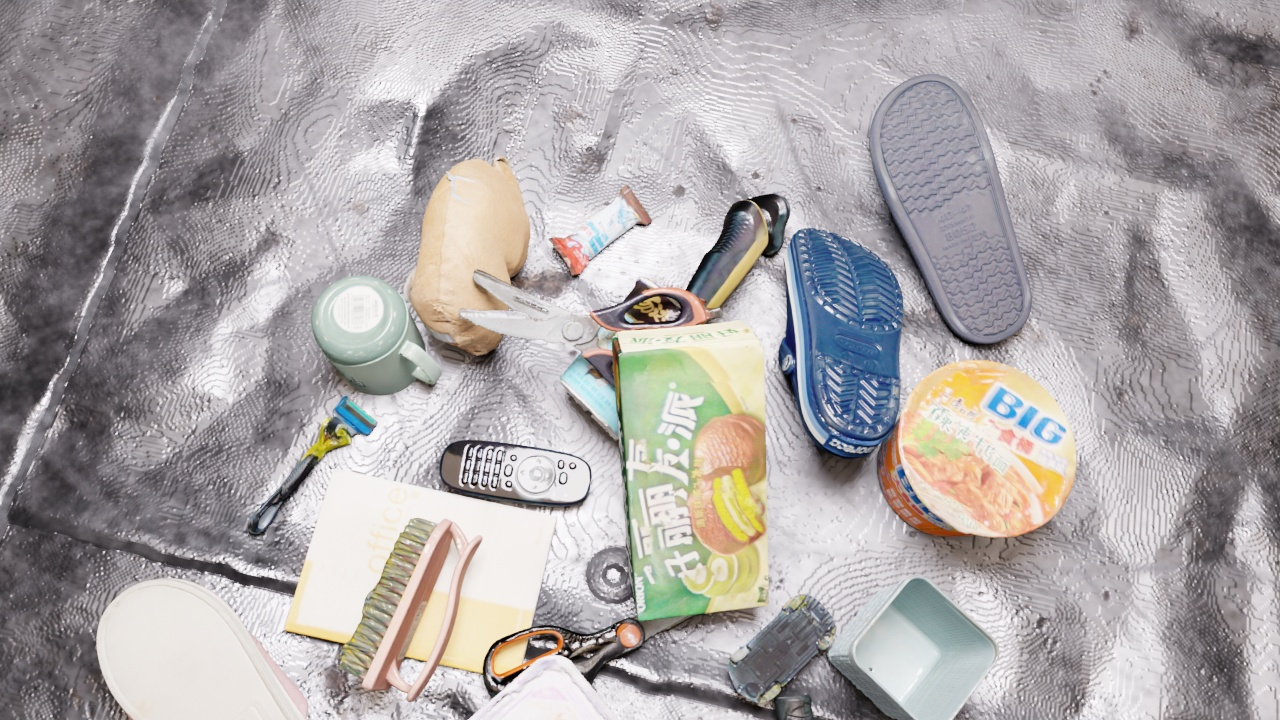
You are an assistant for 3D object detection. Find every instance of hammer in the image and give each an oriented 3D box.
[{"bbox_3d":[0.143,0.425,0.730,0.128,0.033,0.300,-4,72,-5],"label":"hammer"}]

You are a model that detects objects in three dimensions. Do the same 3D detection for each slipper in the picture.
[{"bbox_3d":[-0.332,0.287,0.739,0.274,0.054,0.114,42,75,13],"label":"slipper"},{"bbox_3d":[0.298,-0.144,0.909,0.111,0.083,0.268,-21,91,1],"label":"slipper"},{"bbox_3d":[0.180,-0.013,0.842,0.105,0.095,0.252,13,49,-13],"label":"slipper"}]

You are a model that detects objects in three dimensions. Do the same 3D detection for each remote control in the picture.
[{"bbox_3d":[-0.112,0.102,0.827,0.136,0.024,0.053,9,70,-1],"label":"remote control"}]

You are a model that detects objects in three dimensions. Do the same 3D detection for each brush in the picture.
[{"bbox_3d":[-0.185,0.201,0.760,0.073,0.063,0.145,20,72,7],"label":"brush"}]

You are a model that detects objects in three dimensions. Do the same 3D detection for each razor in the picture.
[{"bbox_3d":[0.088,-0.094,0.871,0.067,0.062,0.167,54,54,-27],"label":"razor"},{"bbox_3d":[-0.299,0.096,0.822,0.142,0.022,0.042,-51,125,-13],"label":"razor"}]

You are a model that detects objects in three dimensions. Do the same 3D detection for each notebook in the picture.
[{"bbox_3d":[-0.189,0.185,0.803,0.206,0.010,0.145,13,73,1],"label":"notebook"}]

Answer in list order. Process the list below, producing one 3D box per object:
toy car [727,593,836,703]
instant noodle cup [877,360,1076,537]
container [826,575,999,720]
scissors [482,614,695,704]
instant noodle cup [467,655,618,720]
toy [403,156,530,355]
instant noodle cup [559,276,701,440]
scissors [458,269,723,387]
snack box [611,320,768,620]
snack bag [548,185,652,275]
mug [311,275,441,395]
[{"bbox_3d":[0.120,0.247,0.787,0.105,0.031,0.049,-38,77,-15],"label":"toy car"},{"bbox_3d":[0.283,0.088,0.806,0.151,0.111,0.151,1,72,-3],"label":"instant noodle cup"},{"bbox_3d":[0.216,0.239,0.753,0.090,0.111,0.089,43,75,11],"label":"container"},{"bbox_3d":[-0.027,0.227,0.787,0.234,0.022,0.125,-41,89,-14],"label":"scissors"},{"bbox_3d":[-0.069,0.332,0.721,0.138,0.060,0.173,-38,92,-14],"label":"instant noodle cup"},{"bbox_3d":[-0.145,-0.118,0.838,0.082,0.143,0.225,6,60,11],"label":"toy"},{"bbox_3d":[-0.005,0.005,0.827,0.111,0.111,0.120,43,82,11],"label":"instant noodle cup"},{"bbox_3d":[-0.034,-0.028,0.767,0.214,0.015,0.197,-28,98,0],"label":"scissors"},{"bbox_3d":[0.042,0.092,0.755,0.114,0.063,0.240,-5,108,-5],"label":"snack box"},{"bbox_3d":[-0.039,-0.129,0.906,0.104,0.026,0.048,-35,89,-13],"label":"snack bag"},{"bbox_3d":[-0.230,-0.016,0.817,0.112,0.106,0.082,29,72,6],"label":"mug"}]
